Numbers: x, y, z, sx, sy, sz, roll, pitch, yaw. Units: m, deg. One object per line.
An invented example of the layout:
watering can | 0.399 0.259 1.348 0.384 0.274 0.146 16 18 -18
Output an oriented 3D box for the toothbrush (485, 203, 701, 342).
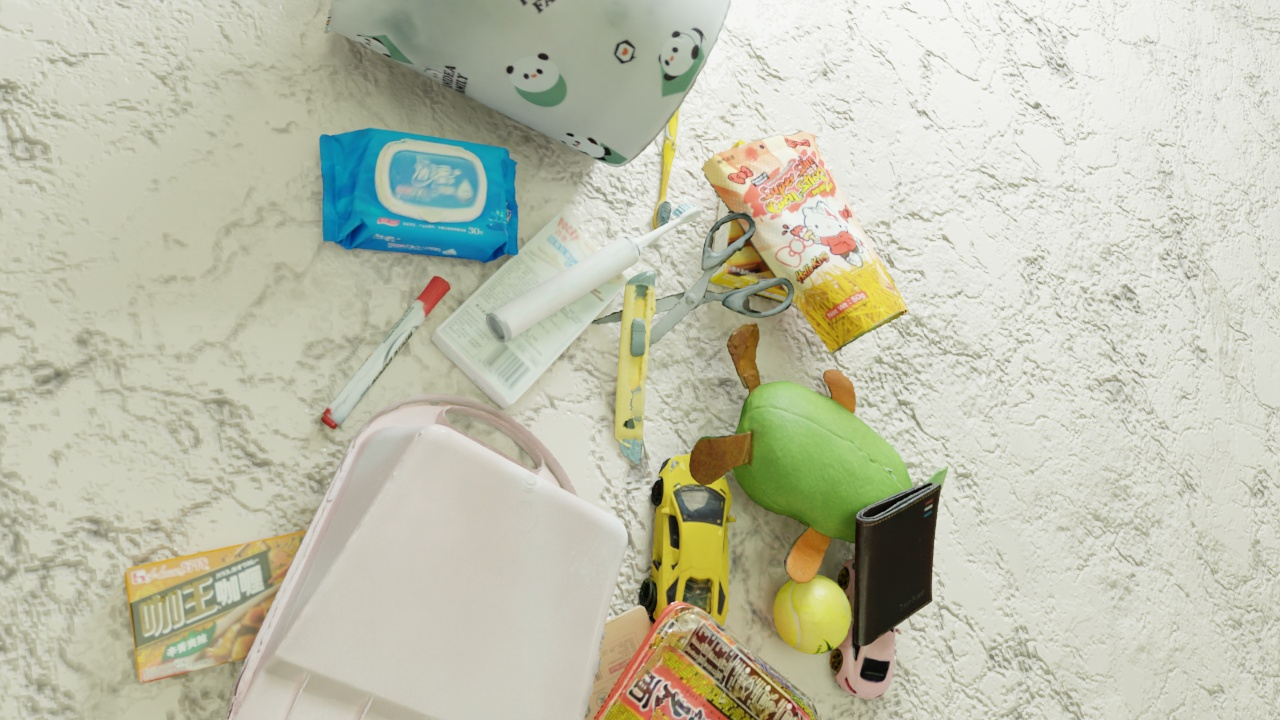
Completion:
toothbrush | -0.031 -0.079 0.759 0.220 0.027 0.026 -34 58 -26

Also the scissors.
scissors | 0.050 -0.057 0.790 0.174 0.014 0.159 14 84 0

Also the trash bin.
trash bin | -0.081 -0.295 0.723 0.251 0.230 0.229 27 67 -22

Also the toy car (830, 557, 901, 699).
toy car | 0.201 0.234 0.810 0.056 0.037 0.122 17 70 -21

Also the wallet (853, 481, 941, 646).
wallet | 0.216 0.170 0.775 0.096 0.020 0.122 -16 114 -30

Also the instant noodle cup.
instant noodle cup | 0.026 0.293 0.674 0.164 0.079 0.188 43 65 -13

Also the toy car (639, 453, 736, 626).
toy car | 0.041 0.151 0.757 0.071 0.041 0.155 12 71 -22

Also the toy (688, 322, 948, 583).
toy | 0.151 0.088 0.795 0.246 0.090 0.226 33 55 -17

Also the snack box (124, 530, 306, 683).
snack box | -0.261 0.161 0.627 0.153 0.026 0.075 -9 80 -26

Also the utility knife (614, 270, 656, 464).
utility knife | -0.005 0.005 0.778 0.031 0.018 0.165 4 92 -14

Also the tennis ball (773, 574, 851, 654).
tennis ball | 0.144 0.213 0.773 0.065 0.066 0.065 6 74 -23

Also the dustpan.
dustpan | -0.126 0.154 0.630 0.222 0.139 0.272 35 67 -23

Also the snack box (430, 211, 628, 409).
snack box | -0.089 -0.043 0.755 0.084 0.027 0.156 45 64 -7

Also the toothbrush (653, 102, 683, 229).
toothbrush | 0.030 -0.205 0.854 0.016 0.018 0.191 15 71 -22

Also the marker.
marker | -0.194 -0.008 0.705 0.017 0.017 0.145 38 65 -11

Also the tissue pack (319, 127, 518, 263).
tissue pack | -0.172 -0.131 0.724 0.157 0.052 0.095 3 74 -22

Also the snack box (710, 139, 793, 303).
snack box | 0.117 -0.130 0.867 0.087 0.034 0.140 15 70 -21

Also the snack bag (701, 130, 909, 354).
snack bag | 0.156 -0.113 0.834 0.128 0.073 0.208 -25 81 -27

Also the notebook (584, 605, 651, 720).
notebook | -0.026 0.312 0.696 0.147 0.008 0.207 -19 89 -27
